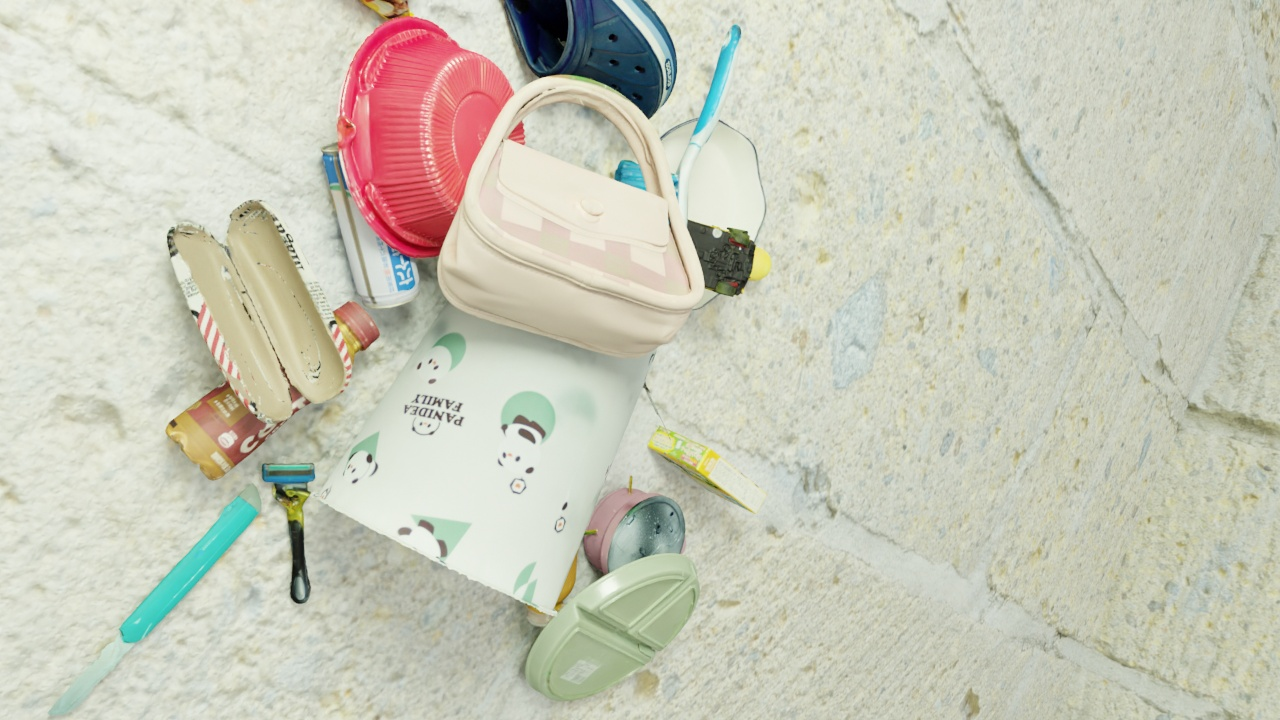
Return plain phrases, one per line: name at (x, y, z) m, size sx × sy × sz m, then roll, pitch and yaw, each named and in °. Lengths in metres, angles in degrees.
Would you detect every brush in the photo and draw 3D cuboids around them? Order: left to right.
brush at (0.028, -0.180, 0.883) m, size 0.109 × 0.060 × 0.314 m, roll 7°, pitch 88°, yaw -15°

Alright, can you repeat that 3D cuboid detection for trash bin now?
trash bin at (-0.121, 0.057, 0.802) m, size 0.229 × 0.230 × 0.251 m, roll 39°, pitch 71°, yaw -43°

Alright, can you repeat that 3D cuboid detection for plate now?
plate at (-0.024, 0.307, 1.040) m, size 0.229 × 0.027 × 0.231 m, roll -24°, pitch 140°, yaw -23°
plate at (0.052, -0.160, 0.996) m, size 0.204 × 0.046 × 0.205 m, roll -14°, pitch 113°, yaw -37°

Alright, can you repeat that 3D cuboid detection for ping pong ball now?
ping pong ball at (0.135, -0.114, 1.089) m, size 0.040 × 0.040 × 0.040 m, roll -15°, pitch 114°, yaw -38°

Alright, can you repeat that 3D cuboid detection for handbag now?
handbag at (-0.047, -0.129, 0.727) m, size 0.193 × 0.094 × 0.233 m, roll 19°, pitch 56°, yaw -22°

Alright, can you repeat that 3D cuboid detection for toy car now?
toy car at (0.053, -0.113, 0.949) m, size 0.155 × 0.041 × 0.071 m, roll 11°, pitch 96°, yaw -28°

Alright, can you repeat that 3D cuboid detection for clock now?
clock at (-0.002, 0.216, 1.066) m, size 0.117 × 0.060 × 0.158 m, roll -47°, pitch 128°, yaw -22°

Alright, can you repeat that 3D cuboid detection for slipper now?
slipper at (-0.060, -0.295, 0.804) m, size 0.253 × 0.105 × 0.095 m, roll 46°, pitch 66°, yaw -39°

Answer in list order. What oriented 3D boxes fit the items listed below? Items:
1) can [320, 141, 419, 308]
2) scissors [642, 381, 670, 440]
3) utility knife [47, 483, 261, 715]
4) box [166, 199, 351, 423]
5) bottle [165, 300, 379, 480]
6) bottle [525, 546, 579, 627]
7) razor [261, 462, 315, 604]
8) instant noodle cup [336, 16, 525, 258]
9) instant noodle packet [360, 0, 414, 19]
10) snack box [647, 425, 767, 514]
can at (-0.221, -0.113, 0.758) m, size 0.053 × 0.053 × 0.135 m, roll -25°, pitch 120°, yaw -34°
scissors at (-0.004, 0.008, 0.940) m, size 0.014 × 0.181 × 0.159 m, roll -27°, pitch 88°, yaw -3°
utility knife at (-0.386, 0.191, 0.740) m, size 0.221 × 0.013 × 0.029 m, roll -52°, pitch 133°, yaw -20°
box at (-0.276, -0.040, 0.682) m, size 0.087 × 0.076 × 0.162 m, roll -28°, pitch 88°, yaw 2°
bottle at (-0.290, 0.019, 0.738) m, size 0.174 × 0.057 × 0.057 m, roll -43°, pitch 129°, yaw -23°
bottle at (-0.097, 0.187, 0.963) m, size 0.067 × 0.068 × 0.190 m, roll -9°, pitch 110°, yaw -40°
razor at (-0.299, 0.150, 0.799) m, size 0.042 × 0.022 × 0.143 m, roll 0°, pitch 112°, yaw -8°
instant noodle cup at (-0.153, -0.179, 0.745) m, size 0.193 × 0.066 × 0.194 m, roll -20°, pitch 113°, yaw -62°
instant noodle packet at (-0.199, -0.343, 0.707) m, size 0.110 × 0.044 × 0.128 m, roll 23°, pitch 88°, yaw -48°
snack box at (0.081, 0.131, 1.092) m, size 0.140 × 0.087 × 0.033 m, roll 37°, pitch 79°, yaw -42°
